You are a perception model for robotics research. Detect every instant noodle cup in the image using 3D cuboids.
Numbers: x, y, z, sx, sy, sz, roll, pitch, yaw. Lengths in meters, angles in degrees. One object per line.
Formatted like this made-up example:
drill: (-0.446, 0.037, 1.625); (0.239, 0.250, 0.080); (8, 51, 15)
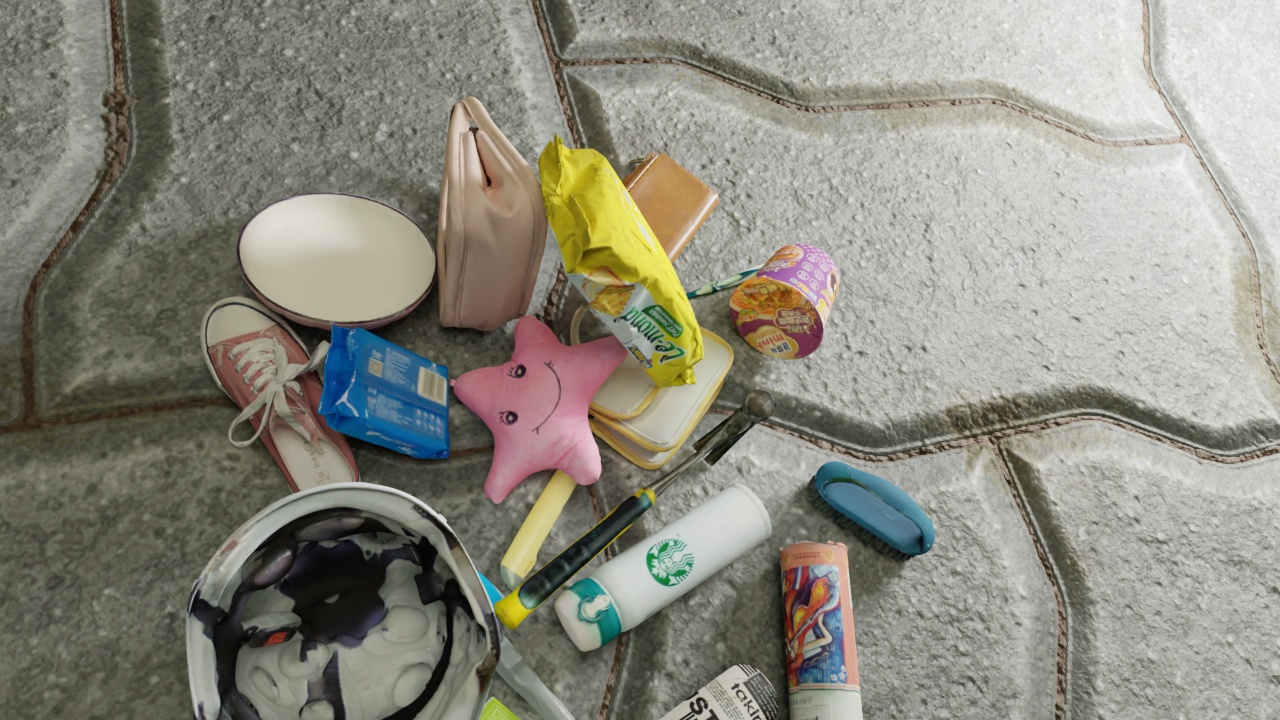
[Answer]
instant noodle cup: (0.172, -0.073, 1.041); (0.111, 0.112, 0.099); (36, 53, 3)

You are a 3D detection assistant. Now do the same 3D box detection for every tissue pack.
tissue pack: (-0.238, 0.034, 0.861); (0.157, 0.052, 0.094); (31, 48, -51)

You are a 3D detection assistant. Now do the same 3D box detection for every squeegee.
squeegee: (-0.059, 0.320, 0.790); (0.246, 0.039, 0.245); (38, 48, 25)

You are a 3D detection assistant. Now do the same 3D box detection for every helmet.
helmet: (-0.239, 0.217, 0.745); (0.228, 0.146, 0.259); (-19, 104, -16)

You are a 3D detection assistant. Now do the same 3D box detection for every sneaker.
sneaker: (-0.332, 0.031, 0.849); (0.118, 0.088, 0.241); (-27, 76, -26)

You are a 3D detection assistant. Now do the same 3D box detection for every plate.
plate: (-0.304, -0.095, 0.929); (0.192, 0.039, 0.192); (11, 46, -12)

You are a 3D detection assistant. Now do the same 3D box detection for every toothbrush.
toothbrush: (0.091, -0.089, 1.072); (0.191, 0.018, 0.016); (-20, 72, -24)

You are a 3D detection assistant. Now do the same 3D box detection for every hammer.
hammer: (-0.005, 0.143, 0.883); (0.322, 0.126, 0.032); (-37, 81, -21)

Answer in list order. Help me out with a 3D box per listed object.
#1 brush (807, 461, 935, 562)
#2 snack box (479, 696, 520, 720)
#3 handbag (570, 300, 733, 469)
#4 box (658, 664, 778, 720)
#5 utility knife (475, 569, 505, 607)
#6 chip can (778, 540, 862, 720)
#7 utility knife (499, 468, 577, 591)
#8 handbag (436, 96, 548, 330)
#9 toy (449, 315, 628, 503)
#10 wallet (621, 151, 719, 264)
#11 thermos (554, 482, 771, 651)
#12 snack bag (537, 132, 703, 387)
brush: (0.249, 0.154, 0.967); (0.144, 0.074, 0.055); (33, 56, 2)
snack box: (-0.096, 0.373, 0.786); (0.156, 0.026, 0.085); (38, 60, 5)
handbag: (-0.006, 0.006, 0.976); (0.179, 0.063, 0.163); (34, 59, 6)
box: (0.055, 0.337, 0.829); (0.164, 0.065, 0.074); (-30, 92, -27)
utility knife: (-0.194, 0.178, 0.858); (0.166, 0.018, 0.034); (42, 48, 8)
chip can: (0.174, 0.286, 0.883); (0.071, 0.071, 0.214); (8, 62, -13)
utility knife: (-0.095, 0.156, 0.899); (0.031, 0.018, 0.151); (33, 63, -4)
handbag: (-0.173, -0.167, 0.945); (0.093, 0.194, 0.234); (-6, 57, -21)
toy: (-0.111, 0.048, 0.909); (0.179, 0.074, 0.194); (10, 75, 17)
wallet: (0.017, -0.186, 1.087); (0.119, 0.035, 0.130); (35, 59, 2)
thermos: (0.022, 0.198, 0.879); (0.223, 0.073, 0.073); (-27, 75, -26)
snack bag: (-0.015, -0.092, 0.883); (0.068, 0.246, 0.157); (-27, 53, 10)
